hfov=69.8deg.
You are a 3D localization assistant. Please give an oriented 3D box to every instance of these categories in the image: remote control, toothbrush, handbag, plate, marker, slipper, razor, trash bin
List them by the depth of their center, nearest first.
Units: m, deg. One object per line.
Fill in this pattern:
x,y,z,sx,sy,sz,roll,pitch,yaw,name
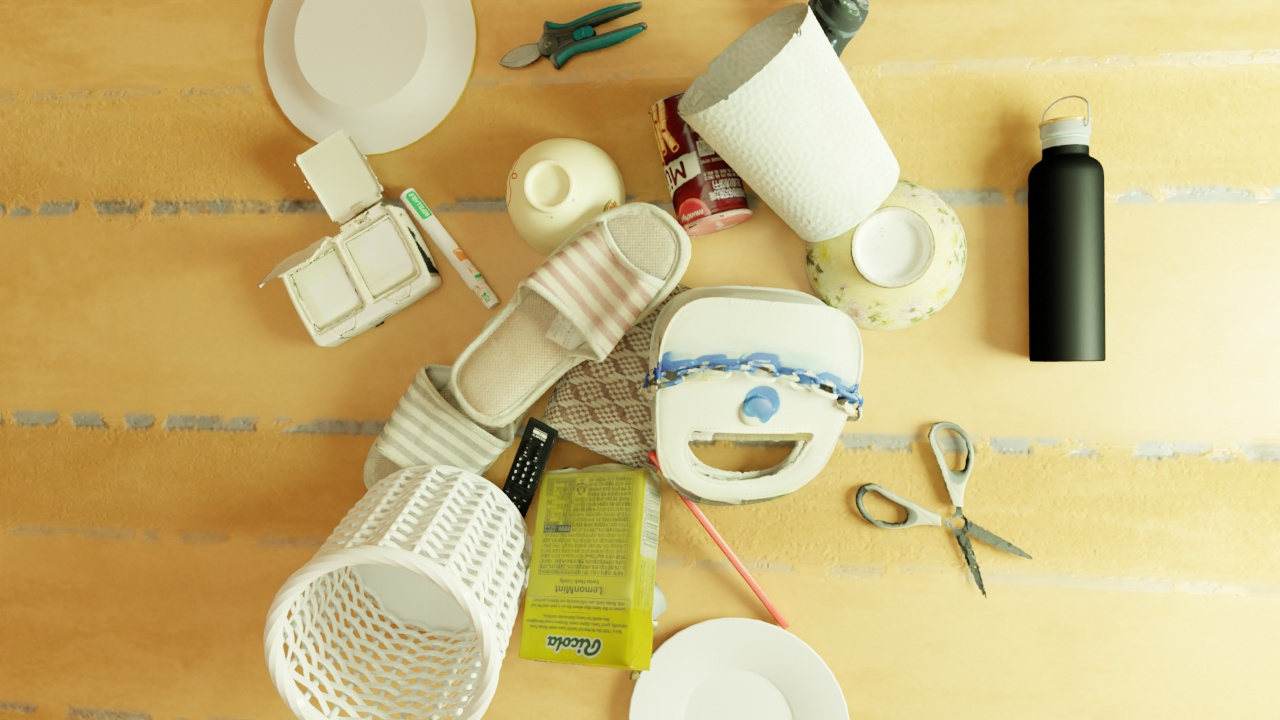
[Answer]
0.133,-0.195,0.785,0.133,0.133,0.161,-41,114,7,trash bin
0.097,0.038,0.816,0.200,0.093,0.200,1,101,-8,handbag
-0.068,-0.039,0.828,0.263,0.052,0.115,-41,79,9,slipper
0.158,-0.269,0.834,0.053,0.063,0.141,21,105,-12,razor
0.078,0.166,0.861,0.018,0.012,0.212,-38,95,-6,toothbrush
-0.005,0.005,0.872,0.124,0.047,0.186,24,94,0,handbag
0.093,0.347,0.875,0.209,0.015,0.208,0,91,9,plate
-0.113,0.116,0.881,0.030,0.009,0.140,27,119,8,remote control
-0.167,0.044,0.897,0.114,0.054,0.273,45,96,1,slipper
-0.189,-0.111,0.913,0.017,0.017,0.145,-39,85,7,marker
-0.277,-0.323,0.922,0.230,0.021,0.230,0,91,9,plate

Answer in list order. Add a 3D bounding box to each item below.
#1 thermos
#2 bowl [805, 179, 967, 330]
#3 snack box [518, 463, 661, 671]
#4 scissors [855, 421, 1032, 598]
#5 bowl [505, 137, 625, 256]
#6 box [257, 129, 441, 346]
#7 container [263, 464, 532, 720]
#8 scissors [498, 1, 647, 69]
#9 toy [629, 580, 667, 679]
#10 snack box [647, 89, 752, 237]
0.372,-0.114,0.803,0.061,0.061,0.231,-1,91,9,thermos
0.223,-0.098,0.826,0.145,0.063,0.145,0,91,9,bowl
-0.043,0.187,0.844,0.121,0.045,0.180,-6,67,28,snack box
0.279,0.136,0.845,0.157,0.012,0.171,0,90,11,scissors
-0.078,-0.159,0.866,0.118,0.074,0.118,0,91,9,bowl
-0.306,-0.120,0.889,0.143,0.099,0.184,-30,87,8,box
-0.201,0.211,0.812,0.189,0.186,0.189,1,106,3,container
-0.067,-0.319,0.892,0.136,0.019,0.139,26,96,10,scissors
-0.011,0.250,0.866,0.076,0.063,0.100,-6,82,-10,toy
0.054,-0.181,0.847,0.072,0.072,0.121,-15,88,9,snack box
